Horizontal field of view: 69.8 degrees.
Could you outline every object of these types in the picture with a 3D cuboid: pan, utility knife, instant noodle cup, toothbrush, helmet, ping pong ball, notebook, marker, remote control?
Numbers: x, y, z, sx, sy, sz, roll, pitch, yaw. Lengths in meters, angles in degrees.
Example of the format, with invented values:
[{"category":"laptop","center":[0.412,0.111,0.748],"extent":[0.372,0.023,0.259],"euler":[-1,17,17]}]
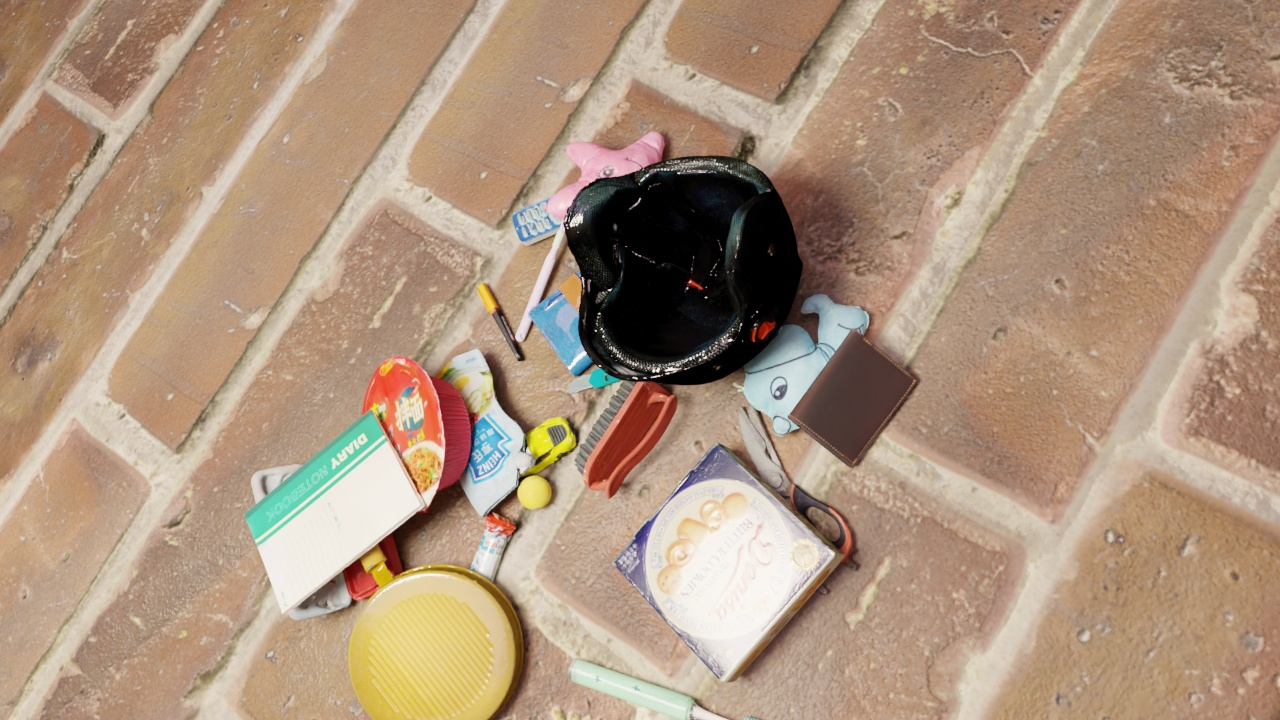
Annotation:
[{"category":"pan","center":[-0.283,0.274,1.072],"extent":[0.197,0.078,0.357],"euler":[-38,84,-4]},{"category":"utility knife","center":[-0.007,0.006,1.110],"extent":[0.180,0.013,0.029],"euler":[-20,68,12]},{"category":"instant noodle cup","center":[-0.267,0.091,1.115],"extent":[0.194,0.065,0.194],"euler":[-1,89,45]},{"category":"toothbrush","center":[0.024,0.367,0.990],"extent":[0.225,0.026,0.027],"euler":[12,57,21]},{"category":"helmet","center":[0.055,-0.088,1.000],"extent":[0.234,0.230,0.274],"euler":[16,79,36]},{"category":"ping pong ball","center":[-0.126,0.157,1.092],"extent":[0.040,0.040,0.040],"euler":[-5,73,17]},{"category":"toothbrush","center":[-0.119,-0.112,1.166],"extent":[0.029,0.021,0.189],"euler":[21,92,-17]},{"category":"notebook","center":[-0.367,0.176,1.086],"extent":[0.209,0.012,0.150],"euler":[-39,62,4]},{"category":"marker","center":[-0.181,-0.049,1.181],"extent":[0.015,0.018,0.123],"euler":[-33,68,6]},{"category":"remote control","center":[-0.104,-0.192,1.192],"extent":[0.125,0.024,0.049],"euler":[-22,69,7]}]

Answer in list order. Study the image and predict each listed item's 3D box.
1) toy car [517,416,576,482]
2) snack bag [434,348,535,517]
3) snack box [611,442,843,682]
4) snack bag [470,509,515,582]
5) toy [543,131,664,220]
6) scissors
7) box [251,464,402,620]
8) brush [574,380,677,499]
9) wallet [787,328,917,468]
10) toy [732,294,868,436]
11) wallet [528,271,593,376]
[{"category":"toy car","center":[-0.128,0.108,1.112],"extent":[0.105,0.032,0.048],"euler":[-32,68,9]},{"category":"snack bag","center":[-0.199,0.085,1.124],"extent":[0.110,0.039,0.191],"euler":[-38,61,12]},{"category":"snack box","center":[0.091,0.214,0.991],"extent":[0.182,0.045,0.178],"euler":[42,94,28]},{"category":"snack bag","center":[-0.183,0.234,1.097],"extent":[0.048,0.026,0.104],"euler":[19,81,31]},{"category":"toy","center":[-0.030,-0.192,1.130],"extent":[0.178,0.075,0.194],"euler":[-13,73,-12]},{"category":"scissors","center":[0.169,0.142,1.013],"extent":[0.192,0.015,0.206],"euler":[11,79,22]},{"category":"box","center":[-0.391,0.210,1.150],"extent":[0.154,0.074,0.201],"euler":[-21,68,-12]},{"category":"brush","center":[-0.018,0.089,1.063],"extent":[0.069,0.063,0.146],"euler":[33,88,37]},{"category":"wallet","center":[0.231,0.042,0.997],"extent":[0.096,0.020,0.122],"euler":[38,88,-10]},{"category":"toy","center":[0.181,0.004,1.029],"extent":[0.156,0.050,0.161],"euler":[-5,74,10]},{"category":"wallet","center":[-0.060,-0.060,1.135],"extent":[0.133,0.040,0.106],"euler":[-38,71,4]}]
